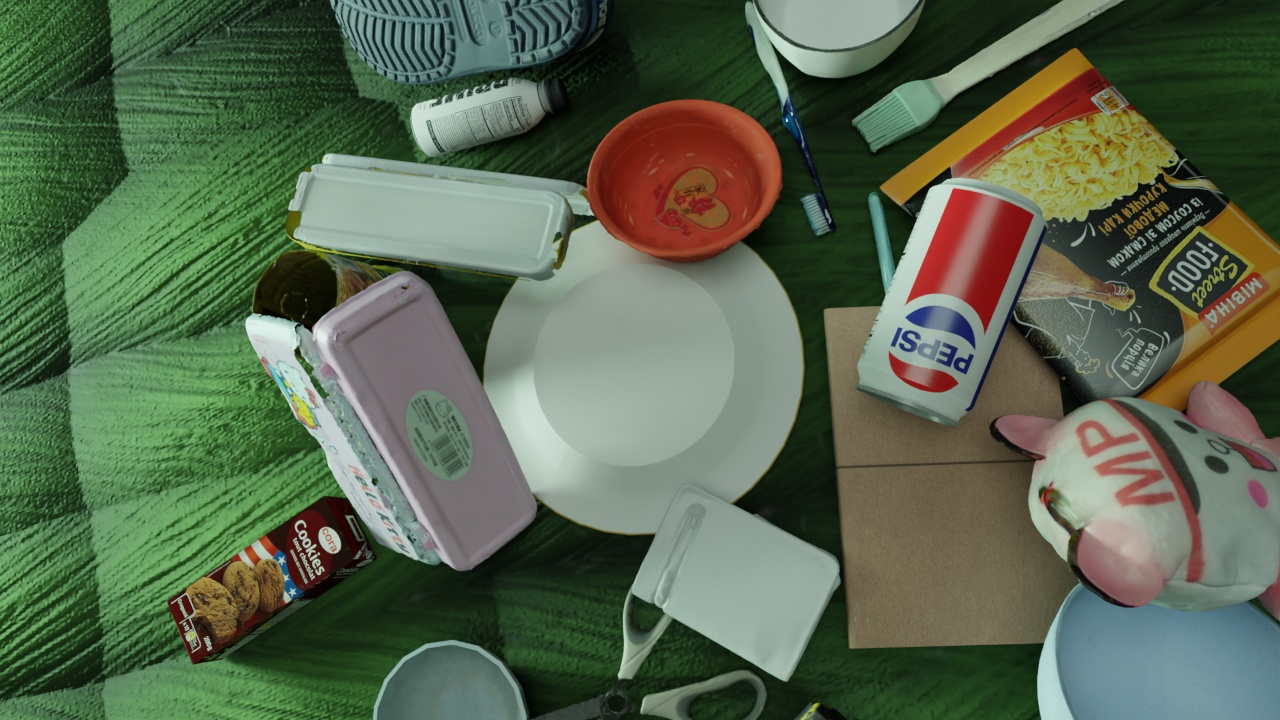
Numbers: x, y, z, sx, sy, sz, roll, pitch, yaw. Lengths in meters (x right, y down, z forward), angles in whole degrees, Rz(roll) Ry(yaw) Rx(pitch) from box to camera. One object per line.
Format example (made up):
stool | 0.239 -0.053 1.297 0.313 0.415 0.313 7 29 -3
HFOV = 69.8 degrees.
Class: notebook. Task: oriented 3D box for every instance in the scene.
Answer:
notebook | 0.192 0.067 0.567 0.141 0.008 0.209 -2 78 2

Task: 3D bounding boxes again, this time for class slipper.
slipper | -0.123 -0.268 0.683 0.253 0.105 0.095 13 40 29

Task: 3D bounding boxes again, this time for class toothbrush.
toothbrush | 0.102 -0.174 0.647 0.017 0.016 0.189 -21 75 19
toothbrush | 0.171 -0.026 0.600 0.016 0.016 0.180 -11 77 10

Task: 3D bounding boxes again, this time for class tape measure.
tape measure | 0.120 0.231 0.536 0.067 0.062 0.038 43 91 17

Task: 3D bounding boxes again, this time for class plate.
plate | -0.004 0.004 0.632 0.230 0.021 0.229 -3 78 13

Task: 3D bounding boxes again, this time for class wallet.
wallet | 0.060 0.137 0.578 0.116 0.032 0.086 29 85 18

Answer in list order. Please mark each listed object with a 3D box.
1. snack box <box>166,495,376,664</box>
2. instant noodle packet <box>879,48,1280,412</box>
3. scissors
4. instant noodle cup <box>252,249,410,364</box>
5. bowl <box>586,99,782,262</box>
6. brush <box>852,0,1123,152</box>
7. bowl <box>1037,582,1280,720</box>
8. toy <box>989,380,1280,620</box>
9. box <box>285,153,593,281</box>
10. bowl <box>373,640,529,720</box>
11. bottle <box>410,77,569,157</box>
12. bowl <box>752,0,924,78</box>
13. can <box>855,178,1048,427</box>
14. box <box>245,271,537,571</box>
snack box | -0.264 0.157 0.658 0.141 0.032 0.051 -33 73 5
instant noodle packet | 0.285 -0.076 0.572 0.160 0.032 0.220 -36 73 -2
scissors | 0.001 0.204 0.580 0.157 0.013 0.169 10 70 5
instant noodle cup | -0.208 -0.031 0.643 0.102 0.108 0.102 -3 79 15
bowl | 0.031 -0.114 0.627 0.130 0.045 0.130 -3 63 6
brush | 0.246 -0.208 0.622 0.218 0.012 0.033 -30 74 5
bowl | 0.277 0.193 0.487 0.150 0.075 0.150 4 48 -5
toy | 0.305 0.080 0.485 0.213 0.084 0.141 4 47 -7
box | -0.138 -0.099 0.656 0.210 0.080 0.084 9 80 16
bowl | -0.119 0.238 0.604 0.106 0.039 0.106 -3 78 13
bottle | -0.111 -0.186 0.686 0.116 0.041 0.041 -12 76 11
bowl | 0.136 -0.246 0.626 0.116 0.065 0.116 -3 78 13
can | 0.180 -0.033 0.537 0.070 0.070 0.132 22 90 16
box | -0.158 0.041 0.596 0.100 0.202 0.103 -38 35 -26
